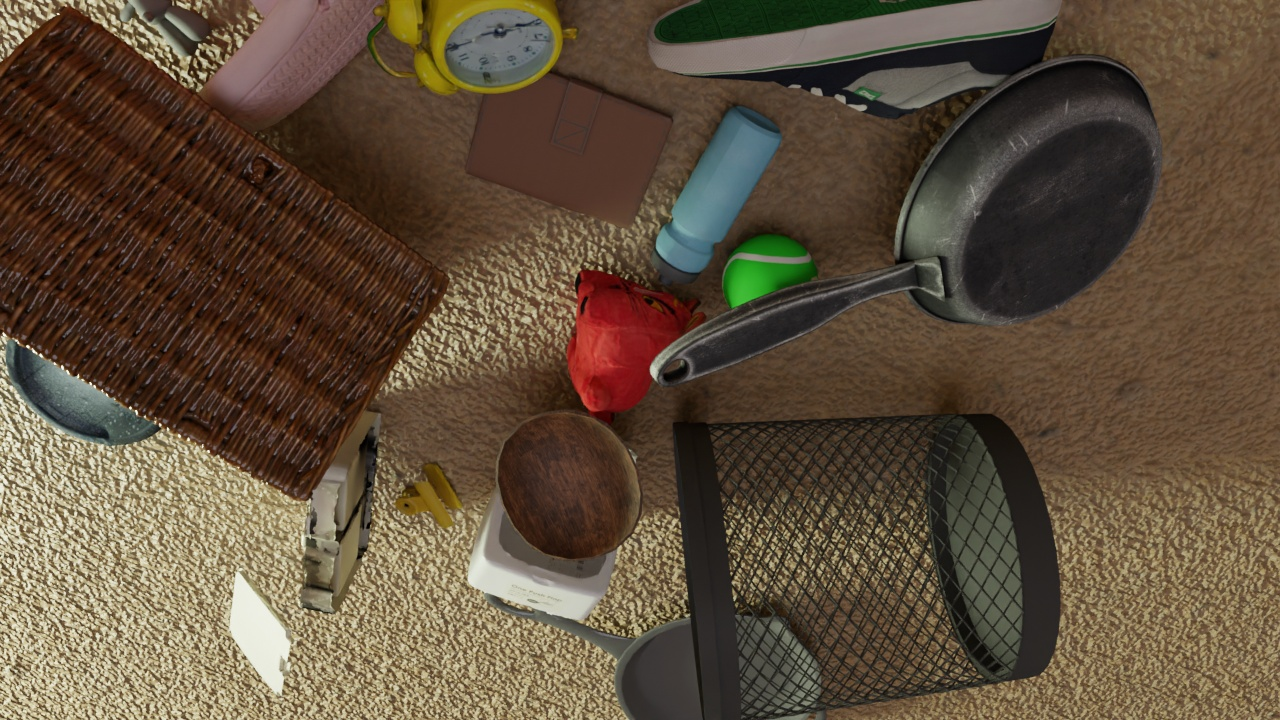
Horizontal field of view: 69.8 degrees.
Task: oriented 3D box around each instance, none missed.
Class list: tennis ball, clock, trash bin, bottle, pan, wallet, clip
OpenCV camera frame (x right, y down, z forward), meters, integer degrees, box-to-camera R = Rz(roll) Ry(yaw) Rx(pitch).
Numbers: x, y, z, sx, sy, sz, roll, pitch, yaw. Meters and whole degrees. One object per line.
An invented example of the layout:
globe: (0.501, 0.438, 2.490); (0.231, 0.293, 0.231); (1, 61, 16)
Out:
tennis ball: (0.088, -0.053, 0.626); (0.065, 0.065, 0.065); (1, 121, 1)
clock: (-0.380, -0.008, 0.676); (0.162, 0.060, 0.117); (-31, 115, 17)
trash bin: (0.147, 0.142, 0.664); (0.227, 0.217, 0.218); (-6, 121, 1)
bottle: (0.046, -0.103, 0.612); (0.040, 0.040, 0.130); (24, 119, -12)
pan: (0.018, 0.275, 0.854); (0.354, 0.024, 0.217); (26, 119, -14)
pan: (0.173, -0.060, 0.580); (0.357, 0.055, 0.187); (-28, 133, -2)
wallet: (-0.049, -0.143, 0.607); (0.121, 0.013, 0.088); (18, 123, -7)
clock: (-0.099, -0.196, 0.531); (0.119, 0.057, 0.083); (-16, 158, 3)
clip: (-0.179, 0.117, 0.763); (0.049, 0.044, 0.054); (-29, 121, -10)

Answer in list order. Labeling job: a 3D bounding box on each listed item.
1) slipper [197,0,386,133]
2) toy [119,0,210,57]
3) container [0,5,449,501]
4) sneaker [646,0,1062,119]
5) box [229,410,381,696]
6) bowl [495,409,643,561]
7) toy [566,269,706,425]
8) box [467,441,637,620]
slipper: (-0.187, -0.207, 0.528); (0.222, 0.106, 0.055); (-37, 96, 28)
toy: (-0.314, -0.231, 0.553); (0.049, 0.030, 0.111); (-29, 122, 34)
container: (-0.283, -0.045, 0.564); (0.250, 0.162, 0.183); (37, 159, -19)
sneaker: (0.123, -0.179, 0.543); (0.235, 0.084, 0.079); (-4, 134, 4)
box: (-0.256, 0.132, 0.681); (0.070, 0.186, 0.144); (11, 114, -4)
bowl: (-0.049, 0.086, 0.658); (0.102, 0.026, 0.114); (-16, 102, 9)
toy: (-0.004, 0.004, 0.661); (0.094, 0.088, 0.133); (1, 125, -13)
box: (-0.057, 0.113, 0.707); (0.109, 0.120, 0.137); (22, 141, -12)
